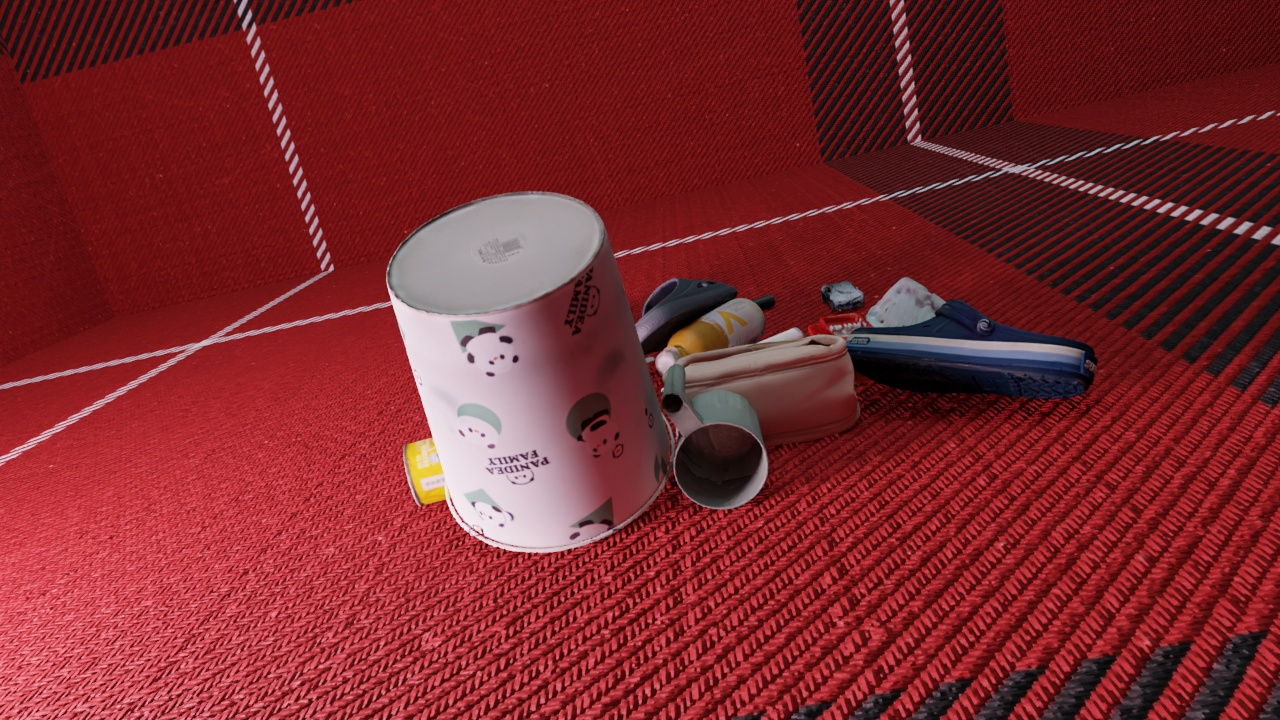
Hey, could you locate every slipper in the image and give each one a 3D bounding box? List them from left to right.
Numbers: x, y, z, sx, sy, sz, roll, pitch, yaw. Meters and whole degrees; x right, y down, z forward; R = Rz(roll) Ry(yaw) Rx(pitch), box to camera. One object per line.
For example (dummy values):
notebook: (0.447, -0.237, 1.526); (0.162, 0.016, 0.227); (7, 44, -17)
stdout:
slipper: (0.048, -0.075, 1.255); (0.111, 0.083, 0.267); (-46, -12, 27)
slipper: (0.319, -0.018, 0.917); (0.253, 0.095, 0.105); (6, -18, 40)

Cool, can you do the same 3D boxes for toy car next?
toy car: (0.297, -0.098, 1.355); (0.049, 0.031, 0.105); (-13, 17, 2)

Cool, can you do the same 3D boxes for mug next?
mug: (0.062, 0.063, 0.849); (0.084, 0.124, 0.103); (-34, 11, 13)

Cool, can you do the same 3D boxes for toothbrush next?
toothbrush: (0.117, 0.004, 1.162); (0.220, 0.026, 0.027); (-22, 8, -27)

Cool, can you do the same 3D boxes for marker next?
marker: (0.147, -0.075, 1.411); (0.132, 0.020, 0.022); (-19, 7, -17)

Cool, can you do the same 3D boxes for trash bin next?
trash bin: (-0.100, 0.004, 0.821); (0.230, 0.252, 0.229); (-7, 40, 6)

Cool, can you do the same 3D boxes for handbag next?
handbag: (0.124, 0.016, 1.009); (0.193, 0.093, 0.234); (-11, 15, 3)

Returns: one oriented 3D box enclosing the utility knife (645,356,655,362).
utility knife: (-0.067, 0.018, 1.207); (0.192, 0.018, 0.034); (-14, 18, 22)

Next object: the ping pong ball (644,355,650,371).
ping pong ball: (-0.007, 0.007, 1.223); (0.040, 0.040, 0.040); (-12, 17, 3)

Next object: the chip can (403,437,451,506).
chip can: (-0.139, 0.097, 0.980); (0.213, 0.072, 0.072); (-15, 17, -3)

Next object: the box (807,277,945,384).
box: (0.288, -0.036, 1.113); (0.161, 0.060, 0.201); (-28, 14, 9)

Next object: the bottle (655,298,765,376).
bottle: (0.091, -0.026, 1.207); (0.068, 0.068, 0.189); (3, 23, 42)
